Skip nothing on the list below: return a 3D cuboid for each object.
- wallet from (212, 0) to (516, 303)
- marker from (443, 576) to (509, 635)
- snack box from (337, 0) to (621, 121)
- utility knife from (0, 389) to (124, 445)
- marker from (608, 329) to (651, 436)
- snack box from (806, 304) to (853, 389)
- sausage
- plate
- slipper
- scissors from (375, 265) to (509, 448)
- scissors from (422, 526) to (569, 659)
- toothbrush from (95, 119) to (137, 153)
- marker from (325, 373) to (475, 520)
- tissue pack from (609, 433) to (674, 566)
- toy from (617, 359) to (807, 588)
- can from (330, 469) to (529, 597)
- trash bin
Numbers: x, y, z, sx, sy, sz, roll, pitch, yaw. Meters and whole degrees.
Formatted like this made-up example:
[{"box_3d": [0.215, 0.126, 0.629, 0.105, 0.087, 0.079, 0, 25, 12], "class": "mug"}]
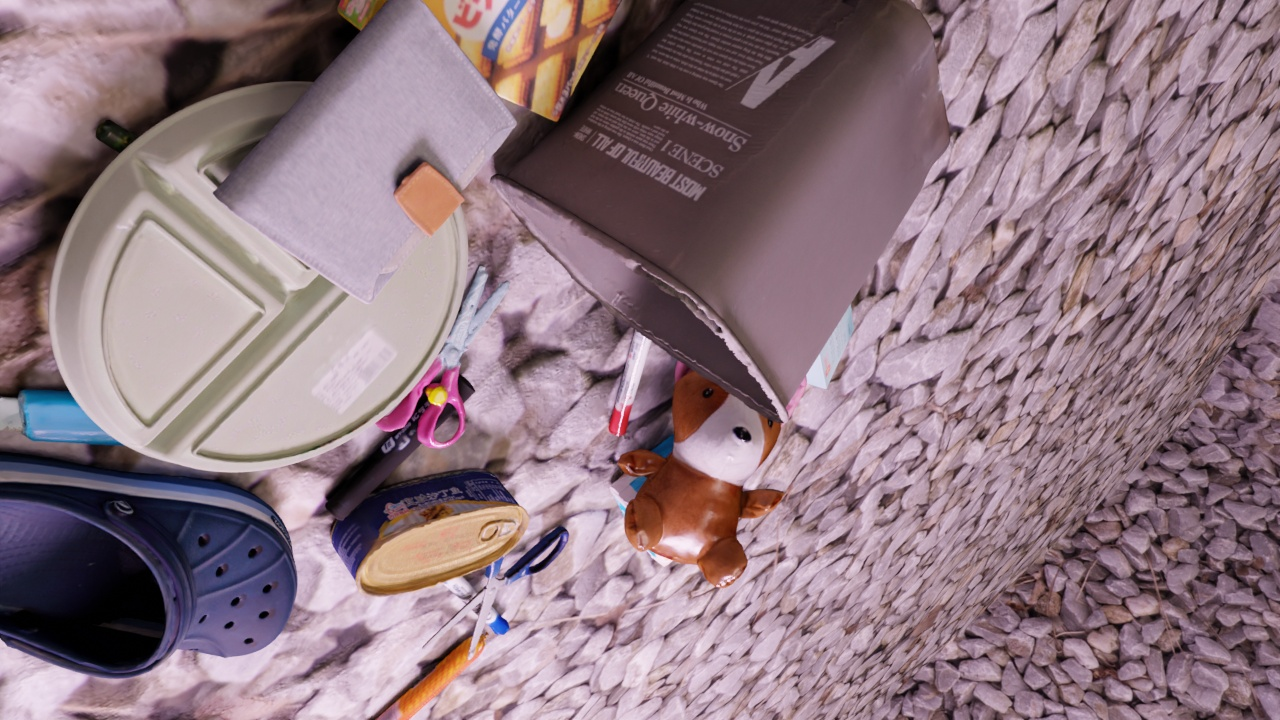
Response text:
[{"box_3d": [-0.126, -0.098, 0.454, 0.129, 0.037, 0.106, -50, 146, -3], "class": "wallet"}, {"box_3d": [-0.150, 0.218, 0.831, 0.017, 0.017, 0.146, -38, 145, -13], "class": "marker"}, {"box_3d": [-0.078, -0.190, 0.480, 0.140, 0.034, 0.087, 12, 115, -50], "class": "snack box"}, {"box_3d": [-0.279, 0.031, 0.497, 0.185, 0.018, 0.034, 9, 102, -50], "class": "utility knife"}, {"box_3d": [-0.005, 0.005, 0.773, 0.017, 0.017, 0.145, -16, 135, -38], "class": "marker"}, {"box_3d": [0.153, -0.050, 0.840, 0.074, 0.052, 0.175, -61, 151, -22], "class": "snack box"}, {"box_3d": [-0.206, 0.314, 0.863, 0.165, 0.021, 0.021, -40, 146, -9], "class": "sausage"}, {"box_3d": [-0.187, -0.034, 0.496, 0.229, 0.027, 0.231, -31, 140, -30], "class": "plate"}, {"box_3d": [-0.287, 0.122, 0.516, 0.105, 0.095, 0.252, -46, 143, 3], "class": "slipper"}, {"box_3d": [-0.136, -0.007, 0.615, 0.076, 0.017, 0.138, 17, 103, -26], "class": "scissors"}, {"box_3d": [-0.125, 0.192, 0.817, 0.162, 0.012, 0.176, -20, 131, -47], "class": "scissors"}, {"box_3d": [-0.198, -0.073, 0.485, 0.017, 0.012, 0.186, -53, 146, -1], "class": "toothbrush"}, {"box_3d": [-0.168, 0.061, 0.647, 0.132, 0.020, 0.022, -45, 153, -2], "class": "marker"}, {"box_3d": [0.031, 0.140, 0.909, 0.090, 0.063, 0.140, -38, 145, -13], "class": "tissue pack"}, {"box_3d": [0.060, 0.082, 0.791, 0.199, 0.140, 0.130, -66, -171, -8], "class": "toy"}, {"box_3d": [-0.158, 0.130, 0.702, 0.147, 0.049, 0.075, -9, 131, -43], "class": "can"}, {"box_3d": [0.063, -0.115, 0.582, 0.219, 0.199, 0.198, -52, 147, -4], "class": "trash bin"}]
